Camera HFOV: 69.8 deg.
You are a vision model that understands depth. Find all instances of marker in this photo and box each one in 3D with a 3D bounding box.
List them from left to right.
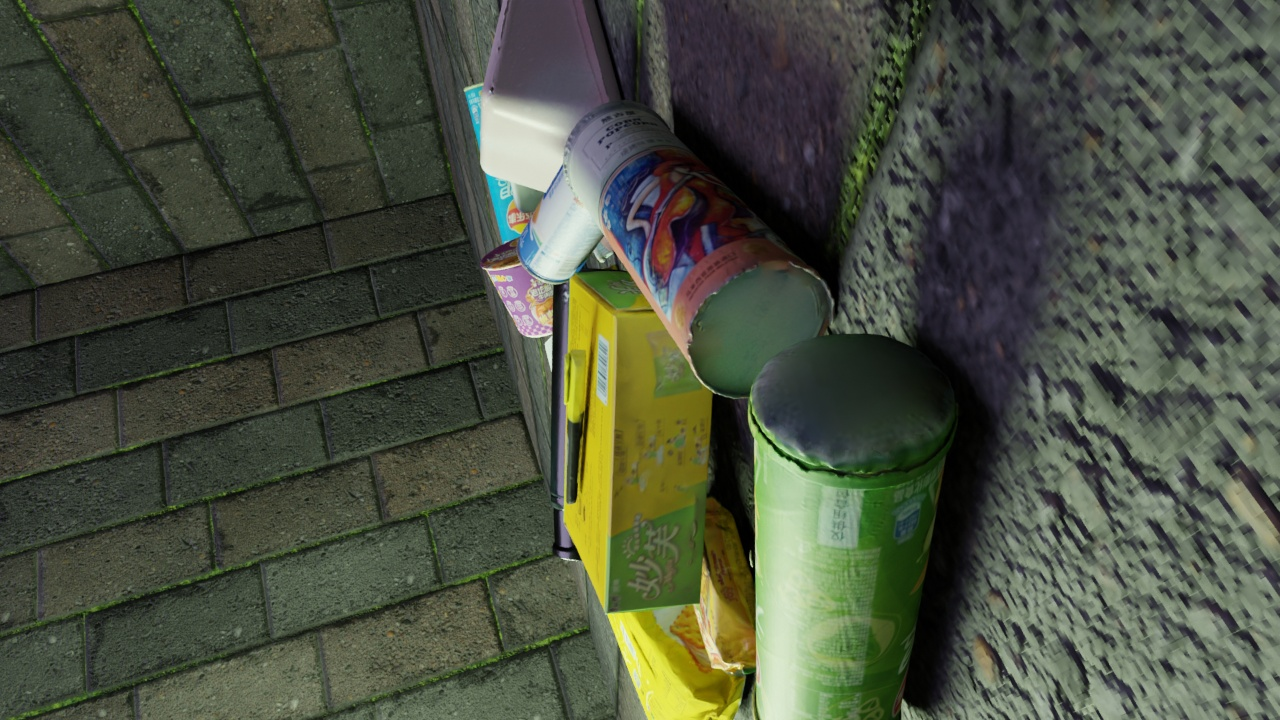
[{"bbox_3d":[-0.047,0.049,0.641,0.018,0.015,0.124,-108,20,-61],"label":"marker"}]

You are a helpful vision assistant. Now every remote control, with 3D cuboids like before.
[{"bbox_3d":[-0.120,-0.227,0.992,0.020,0.055,0.136,-124,21,-55],"label":"remote control"}]

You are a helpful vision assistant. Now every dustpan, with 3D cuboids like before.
[{"bbox_3d":[-0.050,-0.237,0.759,0.223,0.139,0.273,152,130,-80],"label":"dustpan"}]

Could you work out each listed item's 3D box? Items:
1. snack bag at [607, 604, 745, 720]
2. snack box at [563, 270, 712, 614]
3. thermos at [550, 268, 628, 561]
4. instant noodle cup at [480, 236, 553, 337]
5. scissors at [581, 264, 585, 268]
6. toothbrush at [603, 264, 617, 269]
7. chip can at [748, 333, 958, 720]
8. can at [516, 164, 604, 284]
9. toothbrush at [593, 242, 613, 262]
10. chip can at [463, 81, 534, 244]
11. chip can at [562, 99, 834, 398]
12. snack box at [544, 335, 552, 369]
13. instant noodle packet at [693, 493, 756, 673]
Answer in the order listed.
[{"bbox_3d":[0.014,0.232,0.841,0.158,0.068,0.246,95,154,-51],"label":"snack bag"},{"bbox_3d":[-0.007,0.051,0.658,0.157,0.070,0.210,-137,47,-69],"label":"snack box"},{"bbox_3d":[-0.032,0.045,0.782,0.068,0.090,0.242,-56,-33,-87],"label":"thermos"},{"bbox_3d":[-0.116,-0.087,1.055,0.111,0.111,0.099,-129,19,-65],"label":"instant noodle cup"},{"bbox_3d":[-0.053,-0.034,0.896,0.163,0.012,0.173,111,146,-54],"label":"scissors"},{"bbox_3d":[-0.005,0.005,0.837,0.016,0.016,0.190,154,101,-78],"label":"toothbrush"},{"bbox_3d":[0.081,0.089,0.379,0.072,0.072,0.222,-118,16,-48],"label":"chip can"},{"bbox_3d":[-0.043,-0.112,0.663,0.135,0.053,0.053,-46,57,52],"label":"can"},{"bbox_3d":[-0.069,-0.176,0.887,0.026,0.027,0.224,30,-150,-50],"label":"toothbrush"},{"bbox_3d":[-0.158,-0.235,1.128,0.071,0.071,0.210,-144,40,-73],"label":"chip can"},{"bbox_3d":[0.020,-0.067,0.474,0.214,0.071,0.071,-120,18,-52],"label":"chip can"},{"bbox_3d":[-0.063,-0.003,0.991,0.157,0.026,0.084,-36,66,63],"label":"snack box"},{"bbox_3d":[0.058,0.171,0.688,0.111,0.044,0.128,102,151,-72],"label":"instant noodle packet"}]
